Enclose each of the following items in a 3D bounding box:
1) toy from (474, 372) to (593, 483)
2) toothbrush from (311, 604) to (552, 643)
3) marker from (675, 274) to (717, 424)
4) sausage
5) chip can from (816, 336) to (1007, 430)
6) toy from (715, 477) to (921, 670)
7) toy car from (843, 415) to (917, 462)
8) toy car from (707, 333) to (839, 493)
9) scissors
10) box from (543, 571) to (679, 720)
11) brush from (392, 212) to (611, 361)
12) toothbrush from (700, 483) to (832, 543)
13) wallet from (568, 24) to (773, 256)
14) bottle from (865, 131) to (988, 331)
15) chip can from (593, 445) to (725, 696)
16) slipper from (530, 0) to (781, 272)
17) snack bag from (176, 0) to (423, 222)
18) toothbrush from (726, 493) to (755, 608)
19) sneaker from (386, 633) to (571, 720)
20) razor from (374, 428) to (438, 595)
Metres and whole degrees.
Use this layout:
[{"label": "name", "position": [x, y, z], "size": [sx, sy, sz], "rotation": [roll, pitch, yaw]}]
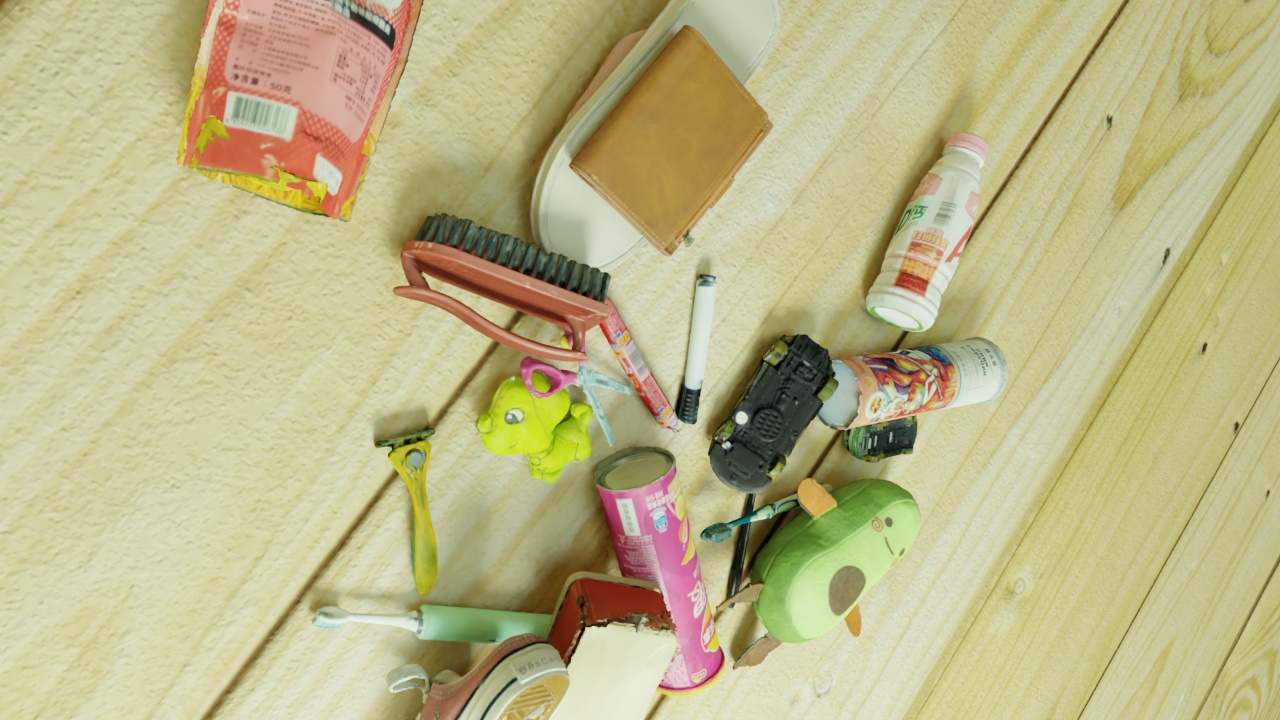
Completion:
[{"label": "toy", "position": [-0.079, 0.049, 0.710], "size": [0.096, 0.031, 0.100], "rotation": [-34, 121, -28]}, {"label": "toothbrush", "position": [-0.141, 0.204, 0.708], "size": [0.224, 0.026, 0.027], "rotation": [17, 128, -36]}, {"label": "marker", "position": [0.048, -0.009, 0.790], "size": [0.022, 0.018, 0.131], "rotation": [2, 101, -25]}, {"label": "sausage", "position": [-0.004, 0.004, 0.756], "size": [0.020, 0.020, 0.156], "rotation": [-41, 120, -20]}, {"label": "chip can", "position": [0.268, 0.021, 0.914], "size": [0.214, 0.071, 0.071], "rotation": [-7, 105, -32]}, {"label": "toy", "position": [0.177, 0.197, 0.882], "size": [0.246, 0.090, 0.227], "rotation": [-37, 130, -17]}, {"label": "toy car", "position": [0.246, 0.076, 0.932], "size": [0.091, 0.036, 0.043], "rotation": [-5, 103, -32]}, {"label": "toy car", "position": [0.118, 0.047, 0.828], "size": [0.070, 0.042, 0.158], "rotation": [36, 78, -4]}, {"label": "scissors", "position": [-0.049, 0.013, 0.711], "size": [0.125, 0.017, 0.133], "rotation": [-42, 118, -50]}, {"label": "box", "position": [-0.035, 0.260, 0.722], "size": [0.091, 0.079, 0.168], "rotation": [14, 110, -20]}, {"label": "brush", "position": [-0.097, -0.049, 0.641], "size": [0.145, 0.063, 0.069], "rotation": [20, 74, -17]}, {"label": "toothbrush", "position": [0.126, 0.142, 0.862], "size": [0.191, 0.018, 0.016], "rotation": [-10, 109, -42]}, {"label": "wallet", "position": [0.031, -0.151, 0.665], "size": [0.119, 0.035, 0.130], "rotation": [41, 86, -31]}, {"label": "bottle", "position": [0.285, -0.128, 0.894], "size": [0.068, 0.068, 0.196], "rotation": [30, 80, -35]}, {"label": "chip can", "position": [0.018, 0.180, 0.783], "size": [0.071, 0.071, 0.211], "rotation": [-25, 114, -27]}, {"label": "slipper", "position": [0.007, -0.185, 0.696], "size": [0.114, 0.054, 0.274], "rotation": [35, 87, -32]}, {"label": "snack bag", "position": [-0.198, -0.198, 0.554], "size": [0.128, 0.073, 0.208], "rotation": [15, 87, -40]}, {"label": "toothbrush", "position": [0.099, 0.147, 0.863], "size": [0.018, 0.016, 0.181], "rotation": [5, 98, -29]}, {"label": "sneaker", "position": [-0.140, 0.283, 0.692], "size": [0.118, 0.088, 0.241], "rotation": [10, 120, -46]}, {"label": "razor", "position": [-0.164, 0.116, 0.674], "size": [0.043, 0.028, 0.133], "rotation": [-14, 111, -35]}]
